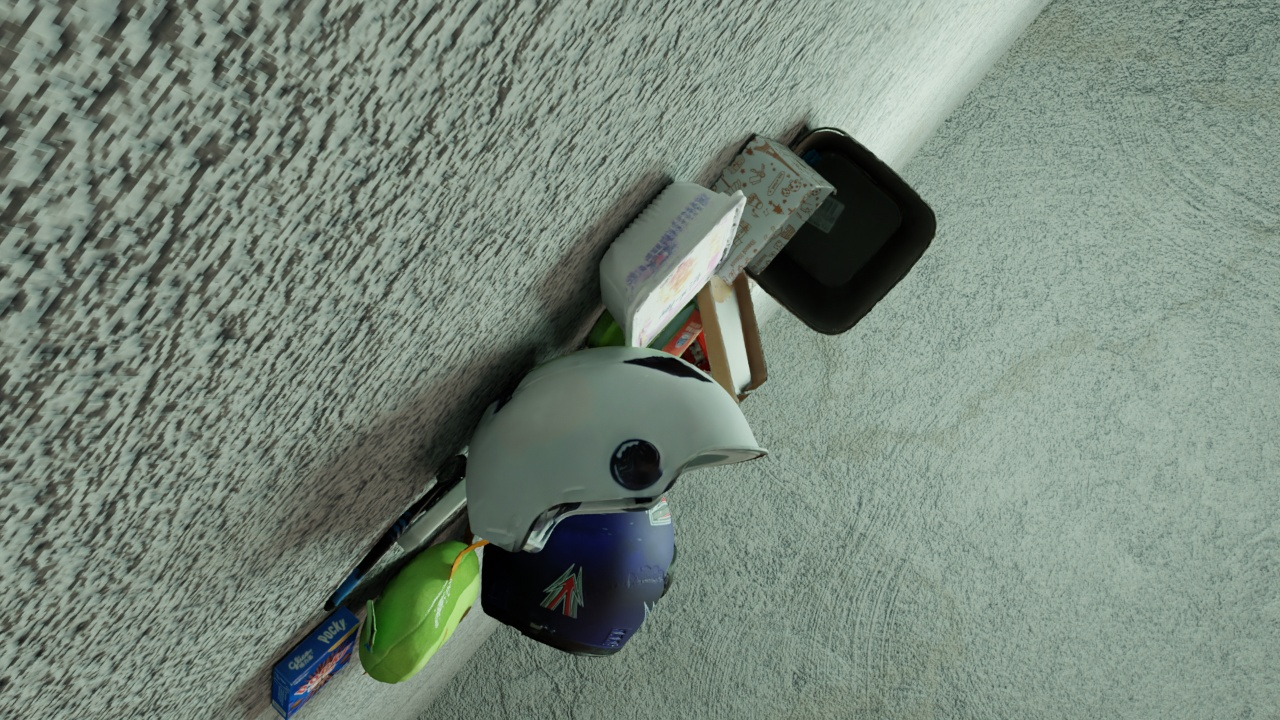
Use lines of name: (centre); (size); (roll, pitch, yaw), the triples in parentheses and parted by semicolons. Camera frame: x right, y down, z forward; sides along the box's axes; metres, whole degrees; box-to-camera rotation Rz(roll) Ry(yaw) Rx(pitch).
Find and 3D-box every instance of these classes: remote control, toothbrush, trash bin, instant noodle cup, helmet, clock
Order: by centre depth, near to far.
instant noodle cup: (0.019, -0.084, 0.789); (0.138, 0.060, 0.173); (-47, 174, -10)
helmet: (-0.035, 0.064, 0.797); (0.258, 0.146, 0.229); (-21, 170, 0)
toothbrush: (-0.221, 0.154, 0.817); (0.189, 0.014, 0.016); (-48, 171, 2)
remote control: (-0.177, 0.129, 0.879); (0.134, 0.019, 0.056); (-44, -176, -32)
clock: (-0.007, -0.027, 0.945); (0.161, 0.056, 0.116); (-50, 171, 18)
trash bin: (0.238, -0.171, 1.156); (0.199, 0.198, 0.219); (-49, 180, 19)
helmet: (-0.077, 0.234, 1.198); (0.316, 0.247, 0.240); (124, -13, -83)

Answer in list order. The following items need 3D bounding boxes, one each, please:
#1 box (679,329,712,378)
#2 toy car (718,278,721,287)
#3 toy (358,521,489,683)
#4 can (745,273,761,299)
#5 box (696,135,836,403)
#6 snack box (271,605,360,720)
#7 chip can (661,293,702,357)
box: (0.043, -0.005, 1.164); (0.101, 0.095, 0.201); (-23, -175, -8)
toy car: (0.103, -0.114, 1.203); (0.120, 0.037, 0.054); (-34, 168, -25)
toy: (-0.228, 0.256, 0.969); (0.227, 0.090, 0.246); (-53, -178, 17)
can: (0.153, -0.129, 1.322); (0.058, 0.058, 0.147); (-47, 173, -6)
box: (0.110, -0.096, 0.957); (0.178, 0.130, 0.272); (-26, 131, -70)
snack box: (-0.329, 0.307, 0.926); (0.084, 0.026, 0.158); (-42, 171, -37)
chip can: (-0.006, 0.006, 1.058); (0.217, 0.073, 0.073); (-51, 172, 16)
